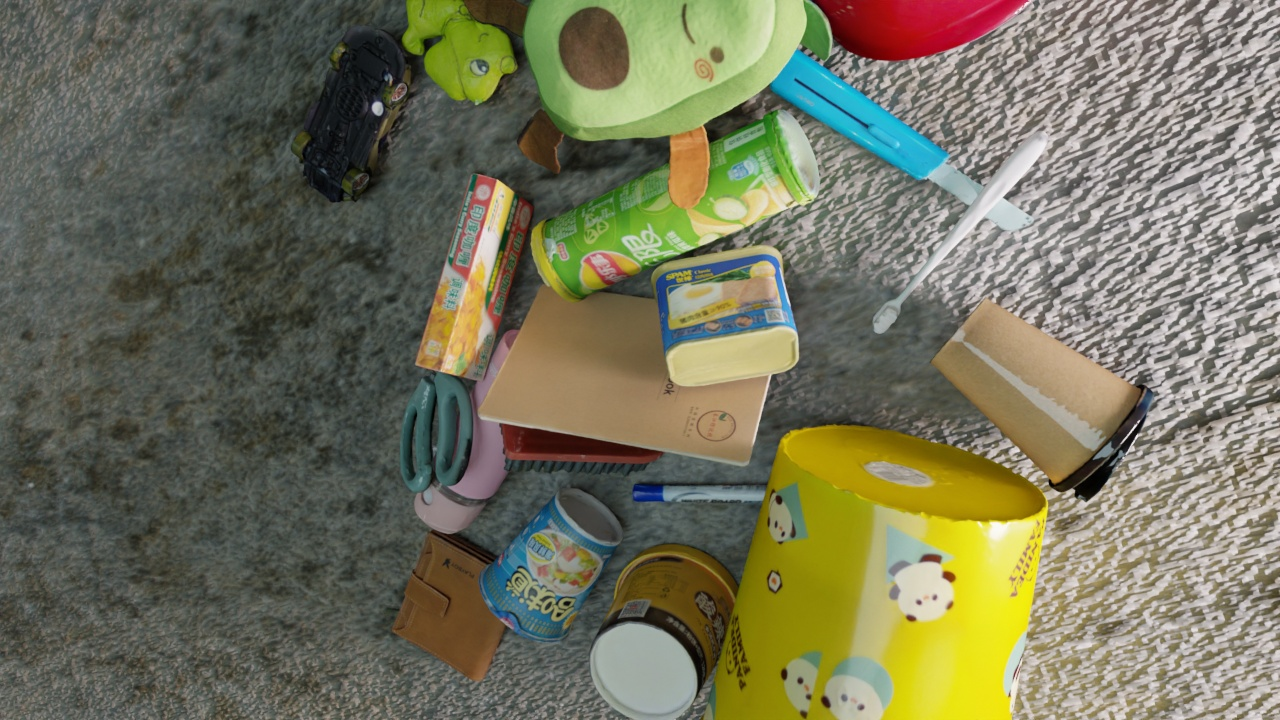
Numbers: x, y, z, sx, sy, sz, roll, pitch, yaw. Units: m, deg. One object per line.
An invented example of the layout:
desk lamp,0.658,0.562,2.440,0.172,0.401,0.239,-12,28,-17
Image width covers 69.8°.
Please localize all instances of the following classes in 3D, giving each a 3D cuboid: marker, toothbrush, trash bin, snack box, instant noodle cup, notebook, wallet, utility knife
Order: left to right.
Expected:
wallet,-0.185,0.236,0.901,0.119,0.035,0.131,25,112,5
snack box,-0.132,-0.063,0.738,0.027,0.077,0.155,15,88,16
instant noodle cup,-0.073,0.176,0.812,0.099,0.099,0.110,38,106,6
notebook,-0.004,0.004,0.709,0.208,0.147,0.008,9,141,15
instant noodle cup,0.019,0.234,0.780,0.118,0.114,0.118,5,106,18
marker,0.063,0.114,0.782,0.146,0.016,0.017,-3,104,20
trash bin,0.169,0.196,0.665,0.230,0.229,0.255,13,104,16
utility knife,0.185,-0.156,0.659,0.218,0.018,0.034,35,113,6
toothbrush,0.225,-0.087,0.656,0.016,0.016,0.181,34,119,-1

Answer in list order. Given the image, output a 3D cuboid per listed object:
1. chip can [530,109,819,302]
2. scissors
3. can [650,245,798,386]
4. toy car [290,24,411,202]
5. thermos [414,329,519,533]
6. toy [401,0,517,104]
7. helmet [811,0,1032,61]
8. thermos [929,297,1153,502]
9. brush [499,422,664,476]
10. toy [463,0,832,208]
chip can,0.026,-0.115,0.698,0.222,0.072,0.072,-21,97,24
scissors,-0.169,0.027,0.796,0.144,0.019,0.180,-1,80,49
can,0.063,-0.032,0.685,0.102,0.083,0.057,-10,140,5
toy car,-0.243,-0.208,0.783,0.070,0.042,0.158,37,115,6
thermos,-0.141,0.062,0.819,0.199,0.067,0.087,-56,51,25
toy,-0.149,-0.254,0.742,0.097,0.031,0.100,-10,97,22
helmet,0.163,-0.312,0.555,0.207,0.143,0.240,-23,96,26
thermos,0.279,0.023,0.643,0.143,0.092,0.093,40,114,13
brush,-0.041,0.056,0.749,0.145,0.063,0.069,6,134,-22
toy,-0.003,-0.211,0.616,0.247,0.089,0.227,-7,116,27
